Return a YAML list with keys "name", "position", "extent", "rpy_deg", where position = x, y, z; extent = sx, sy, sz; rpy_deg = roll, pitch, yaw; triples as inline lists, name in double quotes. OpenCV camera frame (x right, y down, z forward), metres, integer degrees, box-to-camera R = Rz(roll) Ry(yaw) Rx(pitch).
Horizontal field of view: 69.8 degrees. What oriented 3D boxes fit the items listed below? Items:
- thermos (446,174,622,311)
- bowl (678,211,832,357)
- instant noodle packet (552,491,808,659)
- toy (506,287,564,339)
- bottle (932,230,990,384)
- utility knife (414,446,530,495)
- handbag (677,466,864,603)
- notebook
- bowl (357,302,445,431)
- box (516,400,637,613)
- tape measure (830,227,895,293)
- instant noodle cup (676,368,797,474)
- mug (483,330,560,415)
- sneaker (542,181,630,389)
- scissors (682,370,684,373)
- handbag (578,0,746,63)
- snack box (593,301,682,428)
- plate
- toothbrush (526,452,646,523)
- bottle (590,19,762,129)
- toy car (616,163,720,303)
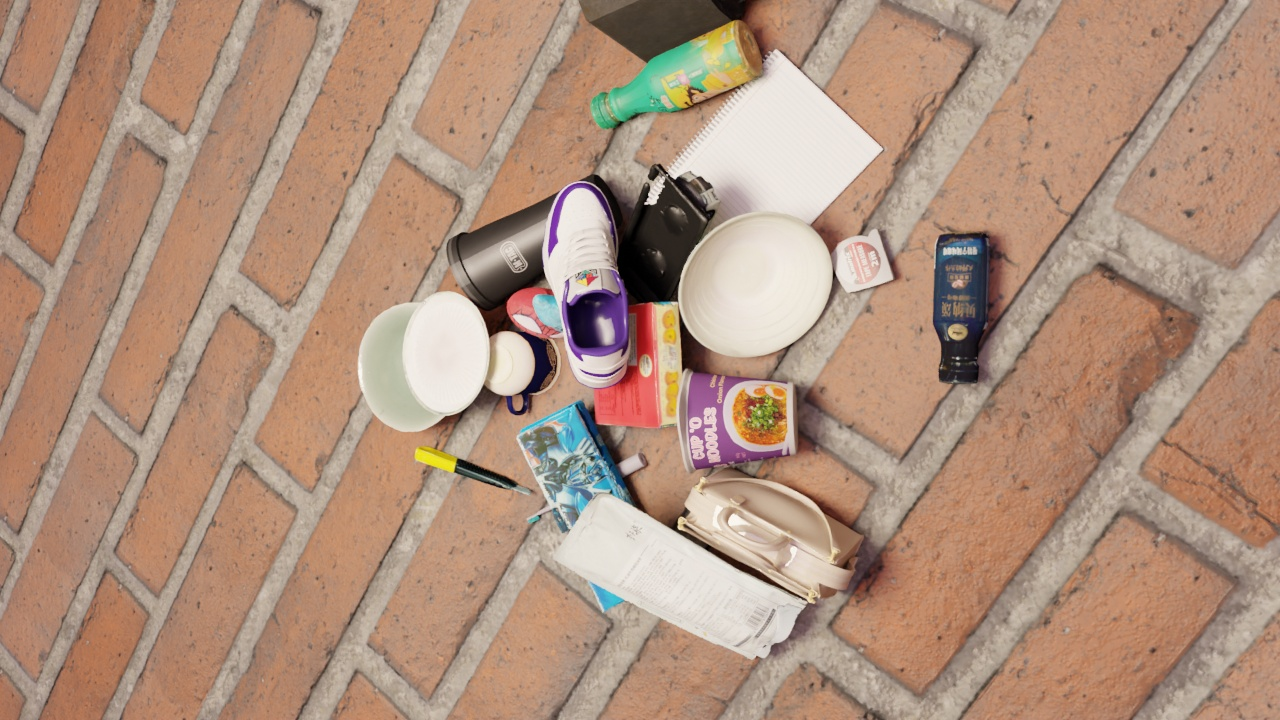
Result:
- name: "thermos"
  position: [-0.133, -0.151, 1.151]
  extent: [0.219, 0.105, 0.106]
  rpy_deg: [-26, 81, 17]
- name: "bowl"
  position: [0.123, -0.094, 1.037]
  extent: [0.176, 0.057, 0.177]
  rpy_deg: [-5, 120, -9]
- name: "instant noodle packet"
  position: [0.043, 0.248, 1.050]
  extent: [0.269, 0.057, 0.147]
  rpy_deg: [29, 127, -3]
- name: "toy"
  position: [-0.110, -0.057, 1.134]
  extent: [0.133, 0.092, 0.062]
  rpy_deg: [15, 93, 59]
- name: "bottle"
  position: [0.338, -0.055, 0.969]
  extent: [0.056, 0.056, 0.161]
  rpy_deg: [2, 93, 23]
- name: "utility knife"
  position: [-0.224, 0.151, 1.235]
  extent: [0.188, 0.028, 0.020]
  rpy_deg: [15, 102, 23]
- name: "handbag"
  position: [0.134, 0.189, 0.985]
  extent: [0.195, 0.197, 0.101]
  rpy_deg: [26, 94, 21]
- name: "notebook"
  position: [0.131, -0.214, 1.078]
  extent: [0.246, 0.013, 0.178]
  rpy_deg: [-46, 76, 18]
- name: "bowl"
  position: [-0.292, 0.008, 1.239]
  extent: [0.174, 0.067, 0.174]
  rpy_deg: [0, 90, 23]
- name: "box"
  position: [-0.064, 0.179, 1.117]
  extent: [0.092, 0.085, 0.243]
  rpy_deg: [-27, 90, 22]
- name: "tape measure"
  position: [0.248, -0.109, 1.025]
  extent: [0.062, 0.020, 0.060]
  rpy_deg: [-19, 84, 23]
- name: "instant noodle cup"
  position: [0.113, 0.066, 1.037]
  extent: [0.122, 0.137, 0.121]
  rpy_deg: [-2, 79, 13]
- name: "mug"
  position: [-0.161, 0.016, 1.170]
  extent: [0.086, 0.089, 0.112]
  rpy_deg: [5, 94, 23]
- name: "sneaker"
  position: [-0.060, -0.095, 1.018]
  extent: [0.092, 0.111, 0.244]
  rpy_deg: [-9, 80, -5]
- name: "scissors"
  position: [0.044, 0.013, 1.123]
  extent: [0.131, 0.022, 0.070]
  rpy_deg: [17, 98, 26]
- name: "handbag"
  position: [0.053, -0.425, 1.005]
  extent: [0.200, 0.197, 0.102]
  rpy_deg: [-11, 87, 23]
- name: "snack box"
  position: [-0.006, 0.006, 1.092]
  extent: [0.145, 0.040, 0.142]
  rpy_deg: [-2, 91, 57]
- name: "plate"
  position: [-0.244, -0.009, 1.158]
  extent: [0.157, 0.014, 0.157]
  rpy_deg: [-1, 89, 35]
- name: "toothbrush"
  position: [-0.073, 0.166, 1.175]
  extent: [0.188, 0.018, 0.019]
  rpy_deg: [-30, 85, 21]
- name: "bottle"
  position: [0.036, -0.329, 1.083]
  extent: [0.210, 0.068, 0.068]
  rpy_deg: [-15, 86, 31]
- name: "toy car"
  position: [0.038, -0.142, 1.056]
  extent: [0.094, 0.071, 0.192]
  rpy_deg: [47, 148, 15]
